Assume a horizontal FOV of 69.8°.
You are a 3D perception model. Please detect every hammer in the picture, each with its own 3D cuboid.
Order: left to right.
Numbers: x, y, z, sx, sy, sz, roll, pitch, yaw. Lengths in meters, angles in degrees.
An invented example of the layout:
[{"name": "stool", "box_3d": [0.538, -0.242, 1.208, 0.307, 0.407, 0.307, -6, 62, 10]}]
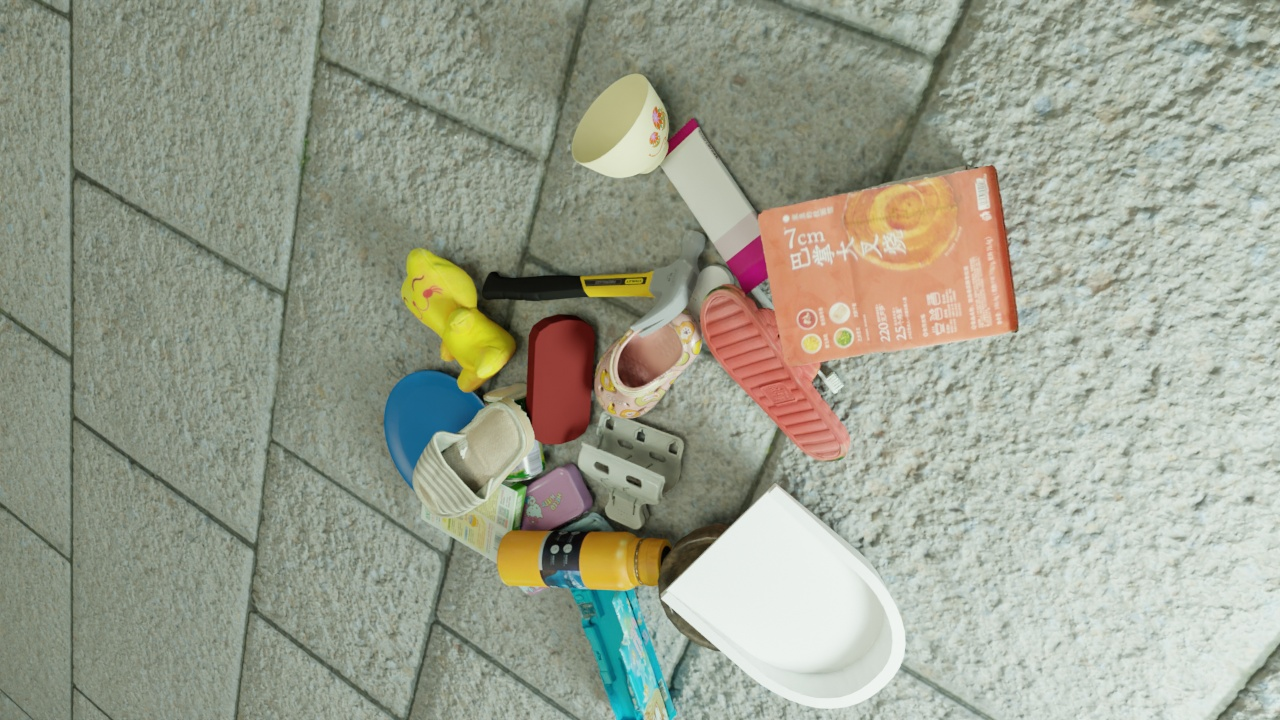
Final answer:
[{"name": "hammer", "box_3d": [-0.073, -0.091, 1.130, 0.324, 0.029, 0.127, 1, 67, 35]}]

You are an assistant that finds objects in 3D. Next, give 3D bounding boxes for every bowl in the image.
[{"name": "bowl", "box_3d": [-0.010, -0.250, 1.031, 0.118, 0.117, 0.074, -28, 134, 34]}, {"name": "bowl", "box_3d": [0.108, 0.276, 1.144, 0.162, 0.070, 0.162, 6, 109, 17]}]

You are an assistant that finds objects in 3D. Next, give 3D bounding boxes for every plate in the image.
[{"name": "plate", "box_3d": [-0.285, 0.119, 1.352, 0.225, 0.024, 0.224, 10, 112, 27]}]

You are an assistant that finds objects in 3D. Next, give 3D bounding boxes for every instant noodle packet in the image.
[{"name": "instant noodle packet", "box_3d": [0.236, -0.088, 0.895, 0.221, 0.084, 0.164, -12, 103, 5]}]

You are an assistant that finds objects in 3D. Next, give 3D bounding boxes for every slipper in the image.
[{"name": "slipper", "box_3d": [-0.235, 0.139, 1.243, 0.274, 0.053, 0.114, -37, 87, 39]}, {"name": "slipper", "box_3d": [-0.007, 0.006, 1.111, 0.093, 0.081, 0.198, 51, 133, 10]}, {"name": "slipper", "box_3d": [0.158, 0.008, 1.032, 0.249, 0.059, 0.104, 52, 147, -17]}]

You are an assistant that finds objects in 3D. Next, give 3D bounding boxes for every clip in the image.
[{"name": "clip", "box_3d": [-0.020, 0.153, 1.183, 0.126, 0.105, 0.152, 21, 106, 25]}]

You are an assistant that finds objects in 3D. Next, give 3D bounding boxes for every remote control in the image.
[{"name": "remote control", "box_3d": [0.067, -0.057, 1.098, 0.043, 0.013, 0.137, 40, 122, 12]}]

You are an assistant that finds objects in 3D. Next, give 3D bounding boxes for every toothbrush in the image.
[{"name": "toothbrush", "box_3d": [0.168, -0.039, 1.047, 0.017, 0.012, 0.187, -40, 85, 20]}]

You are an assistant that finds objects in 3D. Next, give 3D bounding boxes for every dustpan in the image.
[{"name": "dustpan", "box_3d": [0.184, 0.293, 1.060, 0.257, 0.053, 0.192, 40, 104, -15]}]

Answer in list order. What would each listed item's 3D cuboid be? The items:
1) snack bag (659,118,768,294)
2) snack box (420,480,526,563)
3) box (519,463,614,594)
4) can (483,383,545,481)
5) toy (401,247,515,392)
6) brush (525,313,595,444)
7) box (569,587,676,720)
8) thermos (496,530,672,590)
[{"name": "snack bag", "box_3d": [0.090, -0.174, 1.036, 0.070, 0.016, 0.196, -38, 81, 33]}, {"name": "snack box", "box_3d": [-0.243, 0.205, 1.322, 0.168, 0.027, 0.132, 24, 117, 25]}, {"name": "box", "box_3d": [-0.133, 0.247, 1.307, 0.215, 0.040, 0.151, -33, 93, 34]}, {"name": "can", "box_3d": [-0.172, 0.097, 1.255, 0.067, 0.067, 0.121, 1, 108, 29]}, {"name": "toy", "box_3d": [-0.243, -0.059, 1.227, 0.194, 0.087, 0.135, 53, 153, 6]}, {"name": "brush", "box_3d": [-0.108, 0.022, 1.188, 0.042, 0.082, 0.174, 39, 129, 54]}, {"name": "box", "box_3d": [-0.011, 0.412, 1.267, 0.168, 0.086, 0.227, 3, 113, 66]}, {"name": "thermos", "box_3d": [-0.070, 0.265, 1.230, 0.233, 0.091, 0.076, -4, 91, 23]}]
